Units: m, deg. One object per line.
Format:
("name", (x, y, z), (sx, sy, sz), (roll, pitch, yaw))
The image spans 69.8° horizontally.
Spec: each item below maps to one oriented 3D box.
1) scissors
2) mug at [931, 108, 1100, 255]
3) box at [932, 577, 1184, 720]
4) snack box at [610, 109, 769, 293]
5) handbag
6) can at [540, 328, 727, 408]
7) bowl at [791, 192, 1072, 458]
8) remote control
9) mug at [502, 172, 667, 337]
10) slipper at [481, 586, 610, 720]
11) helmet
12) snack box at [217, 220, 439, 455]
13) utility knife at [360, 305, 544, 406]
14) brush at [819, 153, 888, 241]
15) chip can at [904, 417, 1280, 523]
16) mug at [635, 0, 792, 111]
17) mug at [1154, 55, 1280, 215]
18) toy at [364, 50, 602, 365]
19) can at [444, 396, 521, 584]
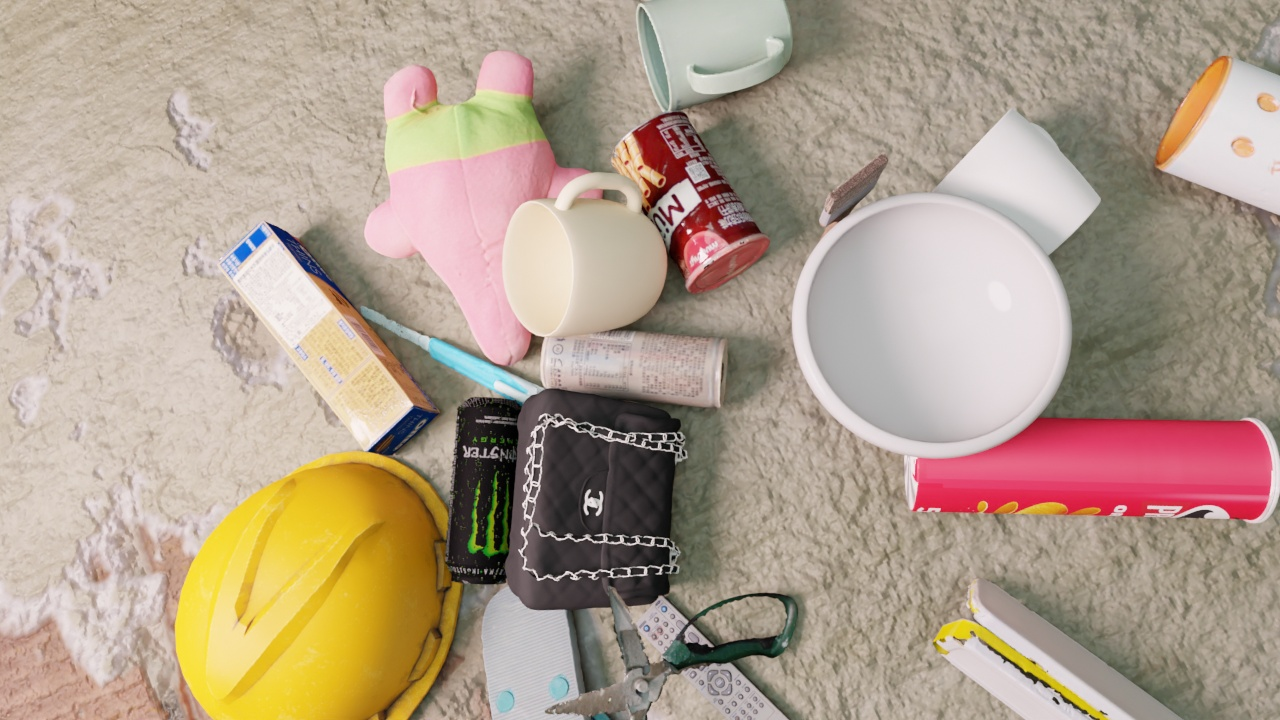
("scissors", (0.036, 0.239, 0.627), (0.203, 0.015, 0.201), (-15, 90, -25))
("mug", (0.277, -0.128, 0.661), (0.087, 0.081, 0.114), (44, 59, 6))
("box", (0.298, 0.231, 0.605), (0.210, 0.067, 0.070), (36, 90, 13))
("snack box", (0.036, -0.120, 0.694), (0.072, 0.072, 0.121), (-31, 78, 3))
("handbag", (-0.025, 0.098, 0.647), (0.125, 0.115, 0.153), (6, 79, -15))
("can", (-0.004, 0.004, 0.691), (0.136, 0.054, 0.054), (5, 82, 9))
("bowl", (0.188, -0.019, 0.617), (0.176, 0.066, 0.176), (-1, 78, 3))
("remote control", (0.055, 0.230, 0.668), (0.136, 0.013, 0.033), (42, 90, 12))
("mug", (-0.031, -0.079, 0.662), (0.096, 0.099, 0.120), (44, 129, 39))
("slipper", (-0.058, 0.296, 0.666), (0.098, 0.055, 0.268), (-23, 68, 8))
("helmet", (-0.254, 0.187, 0.666), (0.205, 0.131, 0.255), (22, 85, 12))
("snack box", (-0.249, -0.018, 0.733), (0.056, 0.057, 0.206), (-43, 76, 2))
("utility knife", (-0.155, -0.007, 0.736), (0.176, 0.015, 0.022), (28, 115, 13))
("brush", (0.137, -0.098, 0.637), (0.045, 0.143, 0.008), (-38, 79, -7))
("chip can", (0.297, 0.072, 0.625), (0.221, 0.069, 0.069), (0, 82, 9))
("mug", (0.062, -0.235, 0.692), (0.104, 0.084, 0.111), (-17, 42, -4))
("mug", (0.428, -0.150, 0.630), (0.105, 0.082, 0.082), (26, 86, 10))
("toy", (-0.122, -0.113, 0.714), (0.192, 0.097, 0.237), (-11, 94, -2))
("can", (-0.117, 0.097, 0.695), (0.054, 0.054, 0.137), (2, 82, 9))
